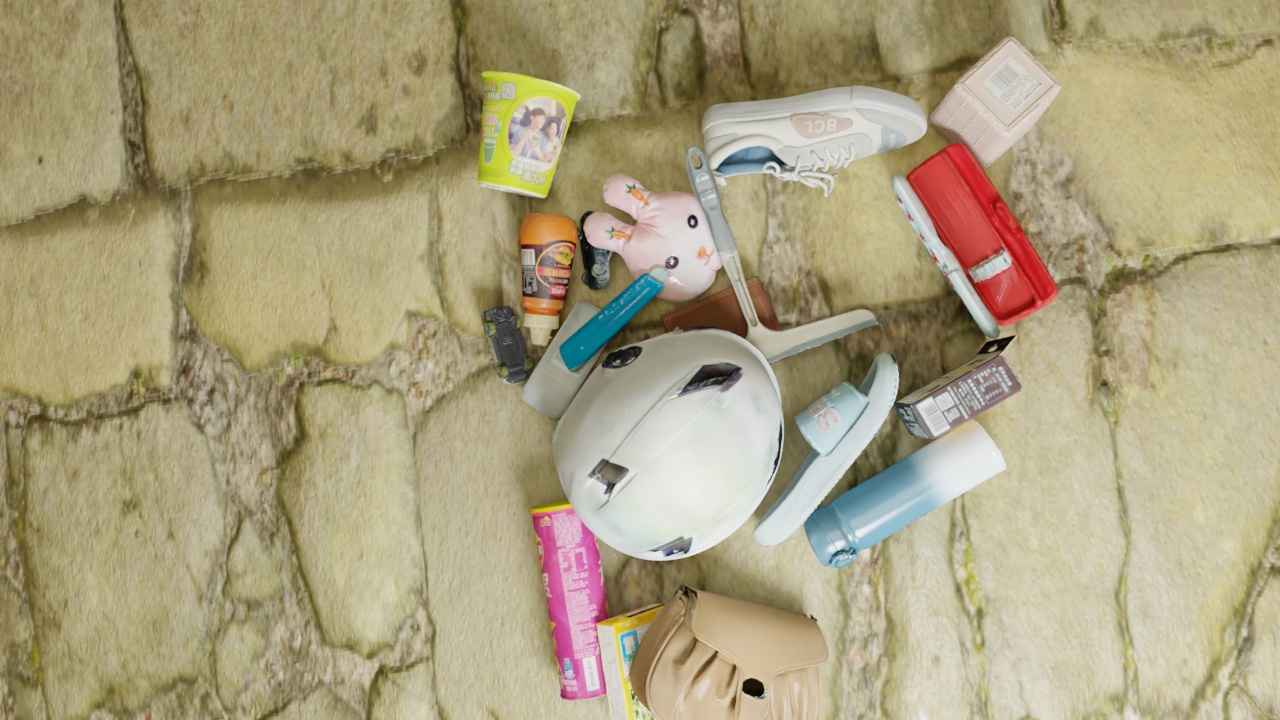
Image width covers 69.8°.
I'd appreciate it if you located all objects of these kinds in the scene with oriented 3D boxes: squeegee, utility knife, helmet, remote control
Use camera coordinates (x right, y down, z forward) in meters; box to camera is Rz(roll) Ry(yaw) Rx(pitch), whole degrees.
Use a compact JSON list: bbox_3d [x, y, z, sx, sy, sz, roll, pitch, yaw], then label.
[{"bbox_3d":[0.096,-0.111,0.987,0.246,0.039,0.246,-21,97,4],"label":"squeegee"},{"bbox_3d":[-0.028,-0.048,1.011,0.159,0.018,0.034,-41,97,15],"label":"utility knife"},{"bbox_3d":[0.038,0.097,0.932,0.259,0.145,0.229,-37,109,8],"label":"helmet"},{"bbox_3d":[-0.082,-0.001,1.050,0.056,0.020,0.136,31,91,-6],"label":"remote control"}]

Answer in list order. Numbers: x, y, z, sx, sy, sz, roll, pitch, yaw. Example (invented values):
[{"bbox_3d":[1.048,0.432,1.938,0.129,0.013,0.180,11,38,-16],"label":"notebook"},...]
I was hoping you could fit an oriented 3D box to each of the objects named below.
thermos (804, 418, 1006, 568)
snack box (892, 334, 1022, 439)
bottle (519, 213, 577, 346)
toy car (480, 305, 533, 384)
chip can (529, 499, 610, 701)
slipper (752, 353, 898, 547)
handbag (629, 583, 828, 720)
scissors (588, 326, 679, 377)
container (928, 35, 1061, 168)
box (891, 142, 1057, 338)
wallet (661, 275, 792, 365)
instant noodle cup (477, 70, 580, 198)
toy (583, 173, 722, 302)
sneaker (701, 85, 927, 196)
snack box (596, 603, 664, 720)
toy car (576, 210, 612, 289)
[{"bbox_3d":[0.278,0.146,0.981,0.220,0.070,0.070,-32,84,4],"label":"thermos"},{"bbox_3d":[0.334,0.030,0.955,0.126,0.113,0.053,-29,85,5],"label":"snack box"},{"bbox_3d":[-0.109,-0.090,1.043,0.067,0.066,0.149,6,95,7],"label":"bottle"},{"bbox_3d":[-0.154,-0.016,1.052,0.042,0.035,0.090,-17,90,-33],"label":"toy car"},{"bbox_3d":[-0.072,0.261,1.015,0.071,0.071,0.210,-10,87,6],"label":"chip can"},{"bbox_3d":[0.189,0.090,0.979,0.074,0.104,0.245,36,98,8],"label":"slipper"},{"bbox_3d":[0.100,0.324,0.956,0.204,0.100,0.147,17,82,-17],"label":"handbag"},{"bbox_3d":[-0.006,0.004,1.034,0.138,0.017,0.083,-49,64,13],"label":"scissors"},{"bbox_3d":[0.373,-0.271,0.965,0.090,0.111,0.090,-42,84,3],"label":"container"},{"bbox_3d":[0.343,-0.124,0.964,0.095,0.101,0.201,-34,84,33],"label":"box"},{"bbox_3d":[0.096,-0.026,1.030,0.124,0.032,0.101,-23,88,6],"label":"wallet"},{"bbox_3d":[-0.134,-0.249,1.033,0.112,0.111,0.123,13,96,7],"label":"instant noodle cup"},{"bbox_3d":[0.019,-0.137,1.019,0.159,0.054,0.121,25,89,-7],"label":"toy"},{"bbox_3d":[0.186,-0.232,0.994,0.242,0.089,0.090,-1,72,10],"label":"sneaker"},{"bbox_3d":[0.003,0.343,0.995,0.034,0.086,0.140,-16,83,46],"label":"snack box"},{"bbox_3d":[-0.051,-0.125,1.046,0.034,0.043,0.090,-3,81,-27],"label":"toy car"}]
